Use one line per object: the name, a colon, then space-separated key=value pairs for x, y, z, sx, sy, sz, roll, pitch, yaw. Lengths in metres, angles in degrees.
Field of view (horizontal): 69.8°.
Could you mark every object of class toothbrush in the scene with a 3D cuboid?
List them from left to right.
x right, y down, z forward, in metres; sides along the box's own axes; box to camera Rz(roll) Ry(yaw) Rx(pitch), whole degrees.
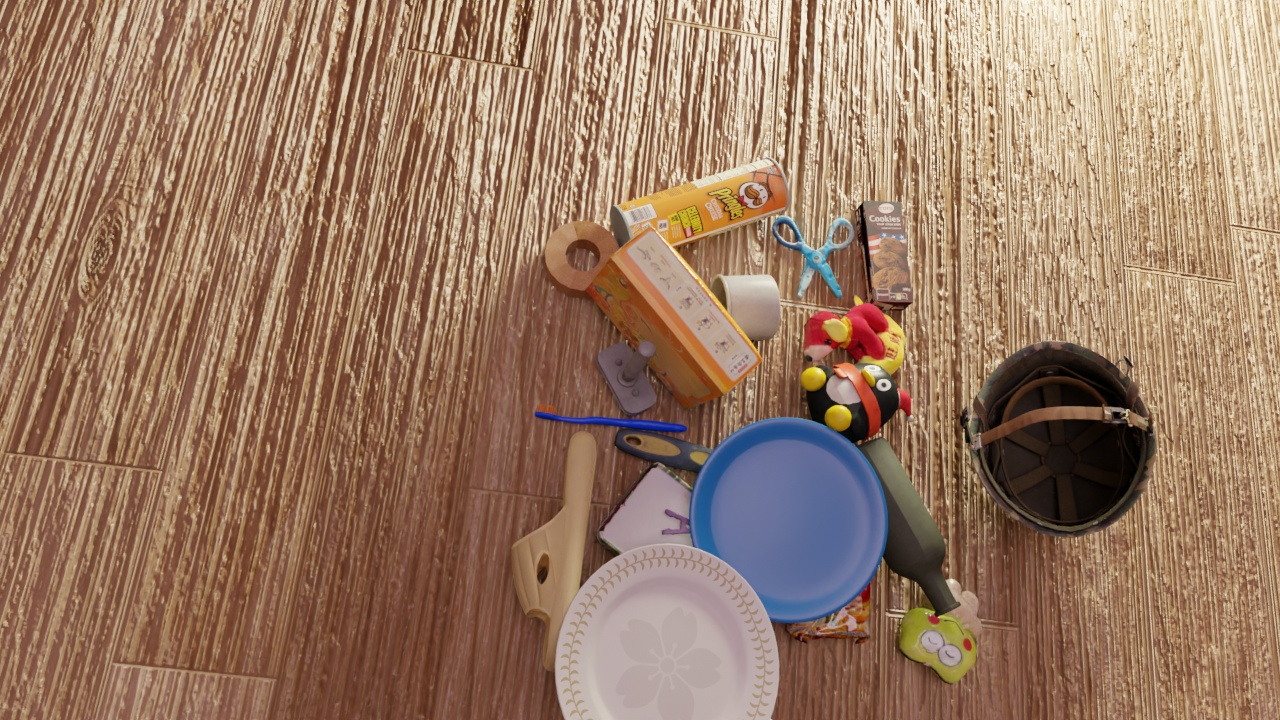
toothbrush: x=-0.034 y=0.070 z=1.092 sx=0.182 sy=0.016 sz=0.018 roll=6 pitch=67 yaw=-6

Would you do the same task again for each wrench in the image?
wrench: x=0.103 y=0.125 z=1.091 sx=0.273 sy=0.022 sz=0.073 roll=15 pitch=71 yaw=-3

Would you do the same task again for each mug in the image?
mug: x=0.125 y=-0.050 z=1.124 sx=0.070 sy=0.084 sz=0.113 roll=-3 pitch=107 yaw=-11

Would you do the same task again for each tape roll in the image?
tape roll: x=-0.073 y=-0.125 z=1.140 sx=0.094 sy=0.027 sz=0.094 roll=2 pitch=73 yaw=-7

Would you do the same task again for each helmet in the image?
helmet: x=0.474 y=0.086 z=1.044 sx=0.193 sy=0.236 sz=0.224 roll=-8 pitch=82 yaw=24

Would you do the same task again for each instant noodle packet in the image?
instant noodle packet: x=0.216 y=0.258 z=1.058 sx=0.098 sy=0.040 sz=0.135 roll=4 pitch=71 yaw=-2

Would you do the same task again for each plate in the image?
plate: x=0.029 y=0.311 z=0.940 sx=0.242 sy=0.016 sz=0.242 roll=6 pitch=72 yaw=-17
plate: x=0.164 y=0.176 z=1.024 sx=0.224 sy=0.024 sz=0.224 roll=1 pitch=80 yaw=-6

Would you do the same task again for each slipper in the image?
slipper: x=-0.098 y=0.198 z=0.995 sx=0.079 sy=0.111 sz=0.261 roll=11 pitch=68 yaw=-7

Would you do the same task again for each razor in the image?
razor: x=-0.006 y=0.006 z=1.062 sx=0.047 sy=0.116 sz=0.088 roll=-25 pitch=78 yaw=-22

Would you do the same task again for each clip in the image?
clip: x=0.045 y=0.179 z=1.020 sx=0.050 sy=0.014 sz=0.046 roll=-16 pitch=75 yaw=-8

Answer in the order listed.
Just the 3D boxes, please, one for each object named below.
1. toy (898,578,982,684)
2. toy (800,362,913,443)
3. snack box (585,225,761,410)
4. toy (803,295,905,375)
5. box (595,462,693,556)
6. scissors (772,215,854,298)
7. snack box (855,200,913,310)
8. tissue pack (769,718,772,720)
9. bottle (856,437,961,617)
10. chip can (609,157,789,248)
toy: x=0.350 y=0.307 z=1.058 sx=0.092 sy=0.046 sz=0.115 roll=33 pitch=63 yaw=8
toy: x=0.260 y=0.047 z=1.096 sx=0.119 sy=0.100 sz=0.097 roll=-22 pitch=56 yaw=-7
snack box: x=0.039 y=-0.048 z=1.058 sx=0.080 sy=0.145 sz=0.195 roll=-40 pitch=92 yaw=-17
toy: x=0.269 y=-0.033 z=1.144 sx=0.137 sy=0.067 sz=0.105 roll=9 pitch=65 yaw=-14
box: x=0.058 y=0.220 z=1.042 sx=0.205 sy=0.050 sz=0.117 roll=37 pitch=74 yaw=5
scissors: x=0.220 y=-0.142 z=1.196 sx=0.134 sy=0.012 sz=0.133 roll=26 pitch=73 yaw=0
snack box: x=0.316 y=-0.137 z=1.195 sx=0.051 sy=0.032 sz=0.140 roll=1 pitch=73 yaw=-8
tissue pack: x=0.050 y=0.362 z=0.985 sx=0.112 sy=0.070 sz=0.182 roll=-38 pitch=81 yaw=-19
bottle: x=0.302 y=0.193 z=1.061 sx=0.071 sy=0.072 sz=0.206 roll=-22 pitch=71 yaw=-14
chip can: x=0.075 y=-0.190 z=1.155 sx=0.214 sy=0.075 sz=0.075 roll=-20 pitch=77 yaw=-13
